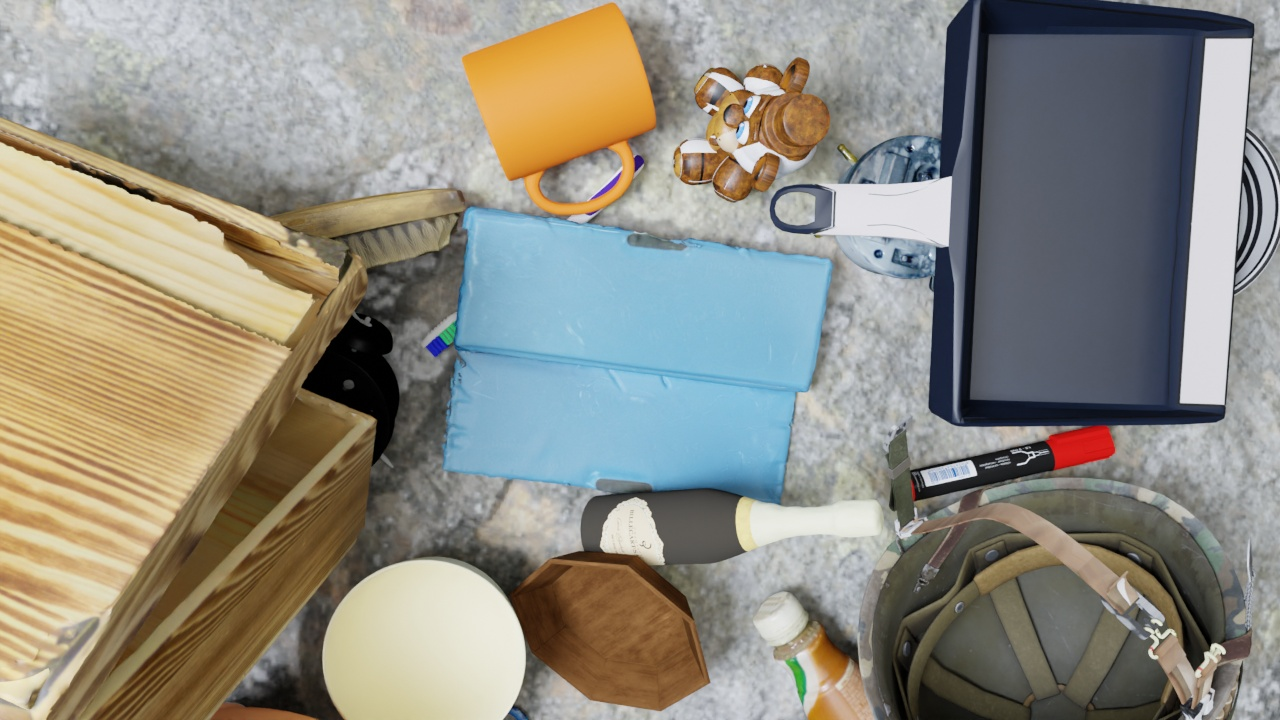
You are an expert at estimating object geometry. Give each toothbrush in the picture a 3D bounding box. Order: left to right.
[{"bbox_3d":[-0.068,-0.067,0.591,0.186,0.015,0.016,-41,96,0],"label":"toothbrush"}]

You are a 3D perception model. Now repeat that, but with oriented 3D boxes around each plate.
[{"bbox_3d":[-0.017,0.166,0.578,0.131,0.025,0.131,12,125,17],"label":"plate"}]

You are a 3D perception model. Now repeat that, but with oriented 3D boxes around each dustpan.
[{"bbox_3d":[0.210,-0.081,0.516,0.273,0.080,0.236,2,95,8],"label":"dustpan"}]

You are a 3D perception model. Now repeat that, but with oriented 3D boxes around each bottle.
[{"bbox_3d":[0.053,0.098,0.550,0.185,0.045,0.045,-8,95,28],"label":"bottle"},{"bbox_3d":[0.134,0.224,0.600,0.059,0.059,0.167,-37,95,0],"label":"bottle"}]

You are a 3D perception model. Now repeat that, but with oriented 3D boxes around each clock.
[{"bbox_3d":[-0.193,0.014,0.561,0.091,0.042,0.121,-4,111,3],"label":"clock"},{"bbox_3d":[0.180,-0.092,0.584,0.129,0.052,0.090,16,93,-3],"label":"clock"}]

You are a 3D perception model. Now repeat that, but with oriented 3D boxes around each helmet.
[{"bbox_3d":[0.233,0.153,0.530,0.224,0.193,0.236,-49,132,-7],"label":"helmet"}]

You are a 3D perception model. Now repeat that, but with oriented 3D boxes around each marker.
[{"bbox_3d":[0.242,0.069,0.614,0.145,0.021,0.023,-12,102,-2],"label":"marker"}]

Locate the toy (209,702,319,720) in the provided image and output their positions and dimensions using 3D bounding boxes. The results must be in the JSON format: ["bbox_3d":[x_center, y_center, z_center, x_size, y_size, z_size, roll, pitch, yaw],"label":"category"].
[{"bbox_3d":[-0.233,0.314,0.480,0.265,0.281,0.263,12,94,-24],"label":"toy"}]

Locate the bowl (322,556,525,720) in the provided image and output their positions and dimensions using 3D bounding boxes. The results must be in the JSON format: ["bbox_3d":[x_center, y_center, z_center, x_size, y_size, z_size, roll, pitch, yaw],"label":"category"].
[{"bbox_3d":[-0.129,0.173,0.574,0.118,0.074,0.118,0,94,-3],"label":"bowl"}]

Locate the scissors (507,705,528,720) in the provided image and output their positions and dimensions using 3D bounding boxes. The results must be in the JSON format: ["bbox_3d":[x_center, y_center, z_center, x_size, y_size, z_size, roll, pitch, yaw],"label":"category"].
[{"bbox_3d":[-0.134,0.254,0.612,0.127,0.012,0.137,-39,94,1],"label":"scissors"}]

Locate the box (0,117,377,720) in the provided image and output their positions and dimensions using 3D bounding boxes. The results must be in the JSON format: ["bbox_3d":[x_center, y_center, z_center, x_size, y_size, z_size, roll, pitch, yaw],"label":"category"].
[{"bbox_3d":[-0.304,0.036,0.411,0.279,0.257,0.221,22,126,5],"label":"box"}]

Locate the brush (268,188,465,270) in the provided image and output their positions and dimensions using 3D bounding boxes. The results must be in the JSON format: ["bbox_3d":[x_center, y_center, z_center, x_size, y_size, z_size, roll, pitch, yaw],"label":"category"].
[{"bbox_3d":[-0.202,-0.071,0.562,0.195,0.059,0.043,-14,106,-4],"label":"brush"}]

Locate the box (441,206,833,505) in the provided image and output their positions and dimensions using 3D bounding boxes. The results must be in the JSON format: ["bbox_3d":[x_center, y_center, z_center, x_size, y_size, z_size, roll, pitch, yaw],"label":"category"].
[{"bbox_3d":[-0.003,0.004,0.586,0.231,0.033,0.174,6,99,-8],"label":"box"}]

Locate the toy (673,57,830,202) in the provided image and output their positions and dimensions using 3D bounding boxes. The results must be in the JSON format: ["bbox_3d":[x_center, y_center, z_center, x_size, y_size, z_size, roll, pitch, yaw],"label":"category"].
[{"bbox_3d":[0.070,-0.138,0.549,0.067,0.113,0.087,17,92,-16],"label":"toy"}]

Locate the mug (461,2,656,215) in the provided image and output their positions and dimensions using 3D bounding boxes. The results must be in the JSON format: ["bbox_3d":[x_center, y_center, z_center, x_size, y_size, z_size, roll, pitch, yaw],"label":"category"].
[{"bbox_3d":[-0.043,-0.145,0.559,0.096,0.077,0.113,-20,107,-2],"label":"mug"}]

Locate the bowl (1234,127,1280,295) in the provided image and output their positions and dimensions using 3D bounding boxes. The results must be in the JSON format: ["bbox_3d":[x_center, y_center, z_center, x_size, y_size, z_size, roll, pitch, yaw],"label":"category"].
[{"bbox_3d":[0.330,-0.093,0.585,0.120,0.066,0.120,0,94,-3],"label":"bowl"}]
